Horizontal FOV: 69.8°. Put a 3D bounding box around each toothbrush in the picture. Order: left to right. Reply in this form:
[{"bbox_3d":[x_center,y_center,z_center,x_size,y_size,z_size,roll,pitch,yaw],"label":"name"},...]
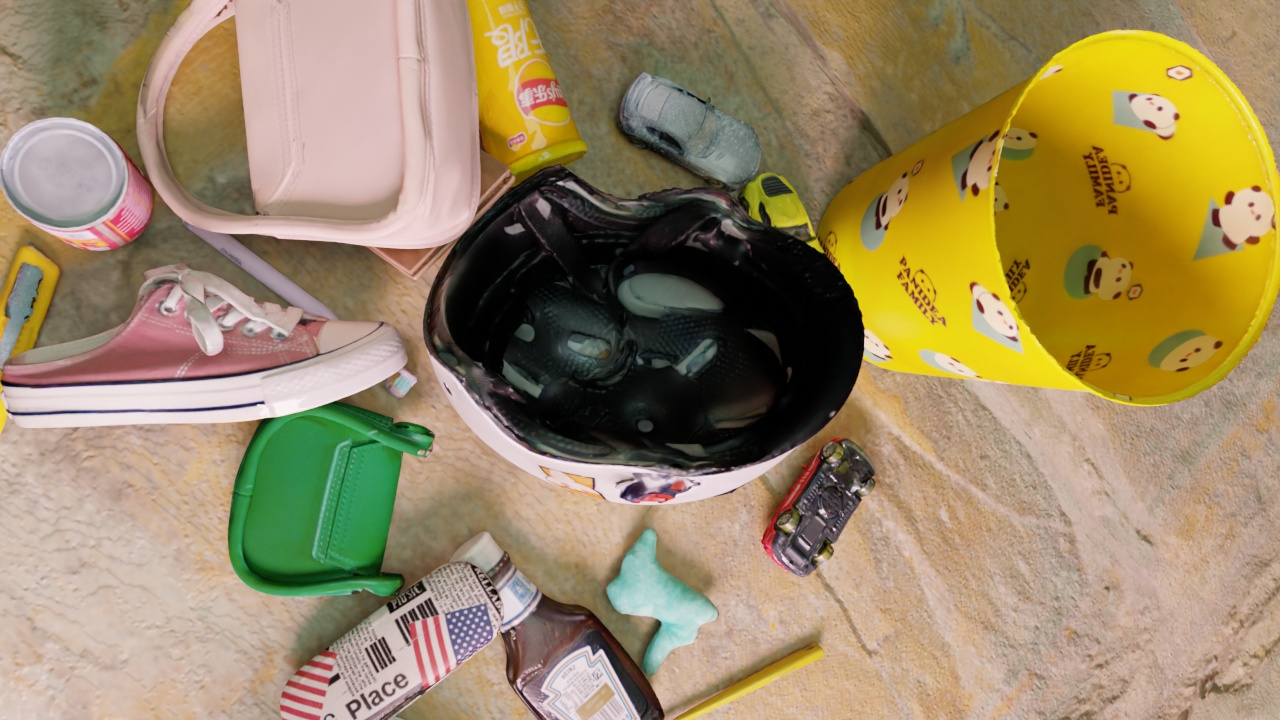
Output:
[{"bbox_3d":[-0.235,-0.039,0.634,0.189,0.029,0.021,40,37,-12],"label":"toothbrush"},{"bbox_3d":[0.064,0.272,0.725,0.189,0.016,0.016,-21,99,-18],"label":"toothbrush"}]

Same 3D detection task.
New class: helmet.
[{"bbox_3d":[-0.004,0.004,0.622,0.274,0.157,0.229,12,56,3],"label":"helmet"}]

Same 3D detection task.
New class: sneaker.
[{"bbox_3d":[-0.272,-0.014,0.574,0.241,0.118,0.088,-5,107,-8],"label":"sneaker"}]

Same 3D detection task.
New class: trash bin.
[{"bbox_3d":[0.269,-0.084,0.676,0.229,0.256,0.229,0,89,-19],"label":"trash bin"}]

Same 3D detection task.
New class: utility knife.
[{"bbox_3d":[-0.406,0.000,0.578,0.033,0.015,0.156,18,83,-20],"label":"utility knife"}]

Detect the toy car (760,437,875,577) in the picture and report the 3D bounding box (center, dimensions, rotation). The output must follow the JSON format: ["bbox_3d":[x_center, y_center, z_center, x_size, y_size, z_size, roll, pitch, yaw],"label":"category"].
[{"bbox_3d":[0.142,0.116,0.740,0.053,0.045,0.120,46,70,-14],"label":"toy car"}]

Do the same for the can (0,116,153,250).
[{"bbox_3d":[-0.340,-0.104,0.561,0.066,0.094,0.066,1,88,-18],"label":"can"}]

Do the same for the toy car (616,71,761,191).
[{"bbox_3d":[0.040,-0.179,0.718,0.120,0.037,0.054,26,80,-14],"label":"toy car"}]

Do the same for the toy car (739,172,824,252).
[{"bbox_3d":[0.117,-0.102,0.733,0.048,0.032,0.105,-15,74,-20],"label":"toy car"}]

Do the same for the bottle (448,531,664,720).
[{"bbox_3d":[-0.066,0.209,0.670,0.079,0.044,0.195,-40,100,-16],"label":"bottle"}]

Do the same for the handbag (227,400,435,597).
[{"bbox_3d":[-0.207,0.093,0.613,0.120,0.068,0.131,11,85,-19],"label":"handbag"}]

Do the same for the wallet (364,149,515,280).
[{"bbox_3d":[-0.156,-0.116,0.629,0.115,0.020,0.101,32,75,28],"label":"wallet"}]

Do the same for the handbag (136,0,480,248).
[{"bbox_3d":[-0.219,-0.160,0.573,0.234,0.093,0.193,-5,89,15],"label":"handbag"}]

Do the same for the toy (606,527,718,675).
[{"bbox_3d":[0.015,0.189,0.705,0.092,0.030,0.096,34,84,-12],"label":"toy"}]

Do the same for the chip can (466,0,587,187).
[{"bbox_3d":[-0.109,-0.235,0.653,0.072,0.072,0.213,-23,95,-18],"label":"chip can"}]

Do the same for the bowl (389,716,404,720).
[{"bbox_3d":[-0.186,0.306,0.616,0.118,0.065,0.118,1,87,-18],"label":"bowl"}]

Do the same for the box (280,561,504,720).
[{"bbox_3d":[-0.165,0.201,0.618,0.164,0.052,0.069,-34,88,-4],"label":"box"}]
